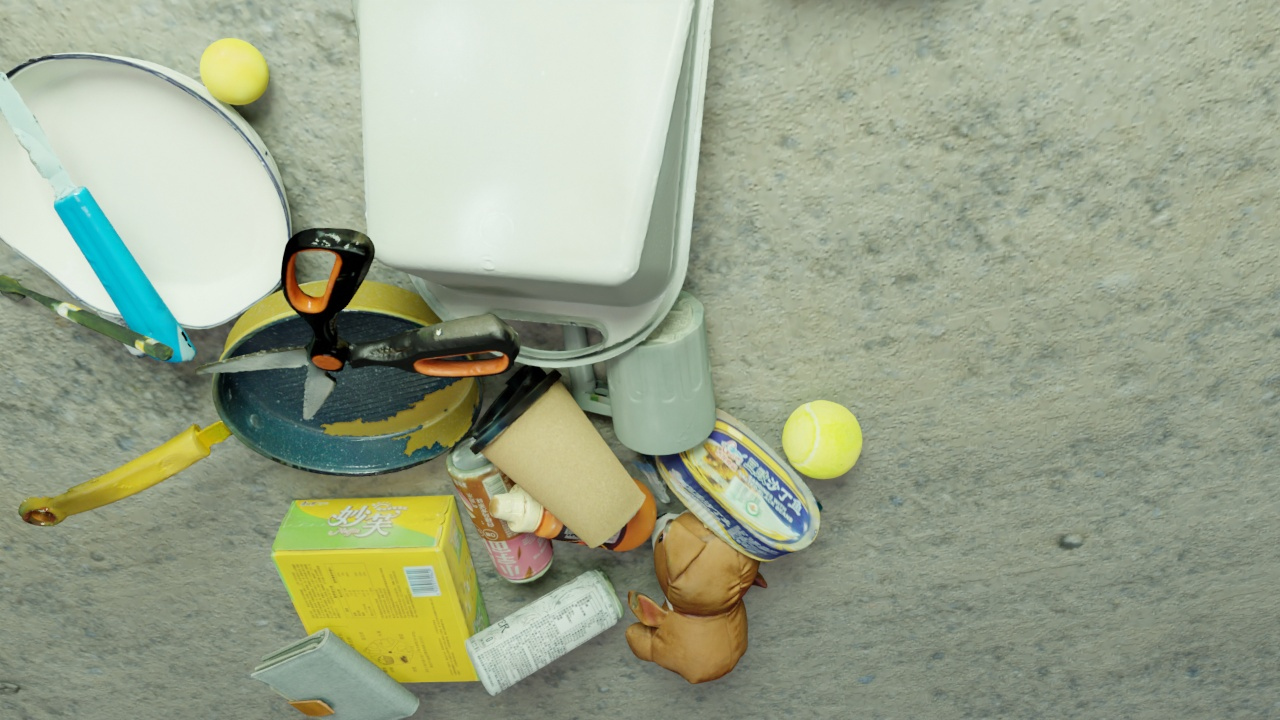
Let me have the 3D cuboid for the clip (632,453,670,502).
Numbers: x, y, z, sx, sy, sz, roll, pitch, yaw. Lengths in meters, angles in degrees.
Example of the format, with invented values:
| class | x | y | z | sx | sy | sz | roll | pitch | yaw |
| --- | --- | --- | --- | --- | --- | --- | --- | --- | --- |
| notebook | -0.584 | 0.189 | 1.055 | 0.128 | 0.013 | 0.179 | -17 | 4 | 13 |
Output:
| class | x | y | z | sx | sy | sz | roll | pitch | yaw |
| --- | --- | --- | --- | --- | --- | --- | --- | --- | --- |
| clip | 0.014 | 0.104 | 0.816 | 0.026 | 0.036 | 0.058 | 11 | 144 | 42 |

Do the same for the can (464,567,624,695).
| class | x | y | z | sx | sy | sz | roll | pitch | yaw |
| --- | --- | --- | --- | --- | --- | --- | --- | --- | --- |
| can | -0.091 | 0.258 | 0.878 | 0.146 | 0.058 | 0.058 | -27 | 130 | -18 |

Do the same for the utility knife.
| class | x | y | z | sx | sy | sz | roll | pitch | yaw |
| --- | --- | --- | --- | --- | --- | --- | --- | --- | --- |
| utility knife | -0.365 | -0.085 | 0.614 | 0.034 | 0.018 | 0.223 | -7 | 130 | 7 |

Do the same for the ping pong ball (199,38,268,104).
| class | x | y | z | sx | sy | sz | roll | pitch | yaw |
| --- | --- | --- | --- | --- | --- | --- | --- | --- | --- |
| ping pong ball | -0.257 | -0.183 | 0.581 | 0.040 | 0.040 | 0.040 | 0 | 128 | 0 |

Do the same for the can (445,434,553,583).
| class | x | y | z | sx | sy | sz | roll | pitch | yaw |
| --- | --- | --- | --- | --- | --- | --- | --- | --- | --- |
| can | -0.123 | 0.132 | 0.819 | 0.058 | 0.057 | 0.147 | -10 | 128 | 8 |

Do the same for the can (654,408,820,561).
| class | x | y | z | sx | sy | sz | roll | pitch | yaw |
| --- | --- | --- | --- | --- | --- | --- | --- | --- | --- |
| can | 0.080 | 0.103 | 0.760 | 0.148 | 0.074 | 0.049 | 43 | 151 | -1 |

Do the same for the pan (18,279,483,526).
| class | x | y | z | sx | sy | sz | roll | pitch | yaw |
| --- | --- | --- | --- | --- | --- | --- | --- | --- | --- |
| pan | -0.297 | 0.051 | 0.705 | 0.357 | 0.078 | 0.198 | -14 | 138 | 2 |

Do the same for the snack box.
| class | x | y | z | sx | sy | sz | roll | pitch | yaw |
| --- | --- | --- | --- | --- | --- | --- | --- | --- | --- |
| snack box | -0.242 | 0.225 | 0.885 | 0.158 | 0.069 | 0.210 | -3 | 129 | 3 |

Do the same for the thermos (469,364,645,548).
| class | x | y | z | sx | sy | sz | roll | pitch | yaw |
| --- | --- | --- | --- | --- | --- | --- | --- | --- | --- |
| thermos | -0.065 | 0.076 | 0.728 | 0.143 | 0.092 | 0.093 | 47 | 118 | -4 |

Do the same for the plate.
| class | x | y | z | sx | sy | sz | roll | pitch | yaw |
| --- | --- | --- | --- | --- | --- | --- | --- | --- | --- |
| plate | -0.341 | -0.115 | 0.633 | 0.205 | 0.045 | 0.205 | 0 | 128 | 0 |

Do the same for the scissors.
| class | x | y | z | sx | sy | sz | roll | pitch | yaw |
| --- | --- | --- | --- | --- | --- | --- | --- | --- | --- |
| scissors | -0.188 | -0.015 | 0.589 | 0.221 | 0.021 | 0.233 | 3 | 148 | -3 |

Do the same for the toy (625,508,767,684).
| class | x | y | z | sx | sy | sz | roll | pitch | yaw |
| --- | --- | --- | --- | --- | --- | --- | --- | --- | --- |
| toy | 0.054 | 0.197 | 0.840 | 0.139 | 0.130 | 0.200 | -25 | 142 | -31 |

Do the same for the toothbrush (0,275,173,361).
| class | x | y | z | sx | sy | sz | roll | pitch | yaw |
| --- | --- | --- | --- | --- | --- | --- | --- | --- | --- |
| toothbrush | -0.409 | -0.030 | 0.670 | 0.186 | 0.012 | 0.017 | 19 | 139 | 21 |

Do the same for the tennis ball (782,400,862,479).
| class | x | y | z | sx | sy | sz | roll | pitch | yaw |
| --- | --- | --- | --- | --- | --- | --- | --- | --- | --- |
| tennis ball | 0.150 | 0.065 | 0.759 | 0.065 | 0.065 | 0.066 | 0 | 128 | 0 |

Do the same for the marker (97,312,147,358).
| class | x | y | z | sx | sy | sz | roll | pitch | yaw |
| --- | --- | --- | --- | --- | --- | --- | --- | --- | --- |
| marker | -0.419 | -0.053 | 0.698 | 0.018 | 0.022 | 0.131 | 19 | 143 | 44 |

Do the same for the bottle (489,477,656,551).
| class | x | y | z | sx | sy | sz | roll | pitch | yaw |
| --- | --- | --- | --- | --- | --- | --- | --- | --- | --- |
| bottle | -0.060 | 0.129 | 0.787 | 0.149 | 0.066 | 0.067 | 9 | 131 | -33 |

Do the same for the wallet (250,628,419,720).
| class | x | y | z | sx | sy | sz | roll | pitch | yaw |
| --- | --- | --- | --- | --- | --- | --- | --- | --- | --- |
| wallet | -0.299 | 0.321 | 0.895 | 0.107 | 0.036 | 0.130 | -26 | 122 | 21 |

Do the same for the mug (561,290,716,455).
| class | x | y | z | sx | sy | sz | roll | pitch | yaw |
| --- | --- | --- | --- | --- | --- | --- | --- | --- | --- |
| mug | -0.004 | 0.004 | 0.712 | 0.124 | 0.083 | 0.103 | 11 | 131 | 23 |

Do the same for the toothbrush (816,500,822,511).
| class | x | y | z | sx | sy | sz | roll | pitch | yaw |
| --- | --- | --- | --- | --- | --- | --- | --- | --- | --- |
| toothbrush | 0.082 | 0.103 | 0.822 | 0.191 | 0.016 | 0.018 | 23 | 135 | -17 |

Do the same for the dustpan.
| class | x | y | z | sx | sy | sz | roll | pitch | yaw |
| --- | --- | --- | --- | --- | --- | --- | --- | --- | --- |
| dustpan | -0.068 | -0.125 | 0.594 | 0.223 | 0.142 | 0.257 | 6 | 90 | 9 |
